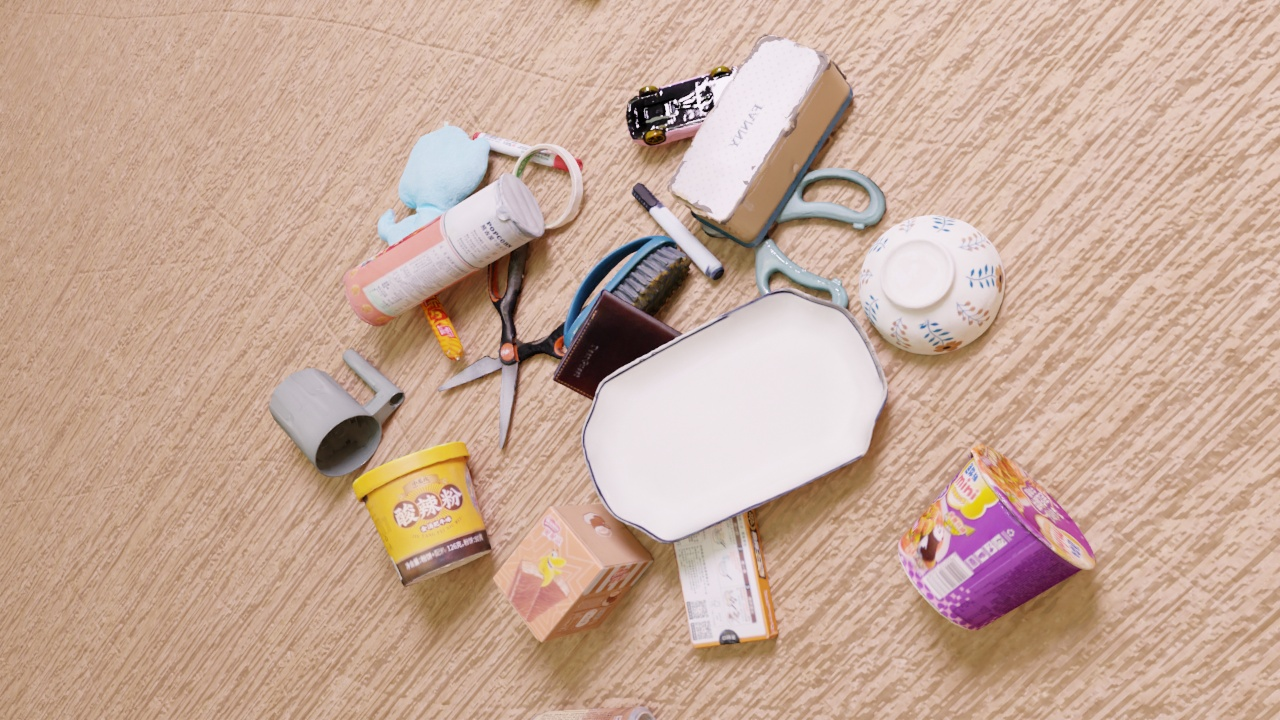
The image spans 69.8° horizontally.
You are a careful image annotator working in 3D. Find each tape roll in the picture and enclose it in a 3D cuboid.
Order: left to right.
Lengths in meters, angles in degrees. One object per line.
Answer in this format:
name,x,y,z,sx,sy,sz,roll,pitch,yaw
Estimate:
tape roll,-0.096,-0.178,0.939,0.086,0.013,0.086,7,102,33

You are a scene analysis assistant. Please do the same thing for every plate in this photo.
plate,0.077,0.049,0.786,0.266,0.034,0.162,-28,72,13

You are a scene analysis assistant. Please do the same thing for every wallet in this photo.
wallet,-0.005,0.005,0.831,0.122,0.020,0.096,29,102,-12

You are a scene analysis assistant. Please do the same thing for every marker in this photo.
marker,-0.122,-0.220,0.970,0.145,0.017,0.017,22,94,30
marker,0.034,-0.123,0.867,0.018,0.022,0.130,-44,64,7

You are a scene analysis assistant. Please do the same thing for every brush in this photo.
brush,-0.021,-0.062,0.862,0.144,0.055,0.073,-47,64,5

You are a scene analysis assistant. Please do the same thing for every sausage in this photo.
sausage,-0.226,-0.059,0.996,0.021,0.021,0.165,-44,58,18

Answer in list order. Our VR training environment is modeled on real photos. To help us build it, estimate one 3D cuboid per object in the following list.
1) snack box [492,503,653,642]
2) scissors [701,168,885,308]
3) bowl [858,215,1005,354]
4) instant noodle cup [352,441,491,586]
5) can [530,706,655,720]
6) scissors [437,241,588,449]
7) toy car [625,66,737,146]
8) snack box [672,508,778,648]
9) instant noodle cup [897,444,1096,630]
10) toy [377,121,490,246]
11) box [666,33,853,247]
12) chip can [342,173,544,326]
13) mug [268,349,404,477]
snack box,-0.061,0.191,0.839,0.077,0.092,0.094,45,106,26
scissors,0.138,-0.124,0.810,0.176,0.019,0.172,47,107,27
bowl,0.225,-0.063,0.728,0.114,0.062,0.113,-3,84,29
instant noodle cup,-0.213,0.156,0.922,0.119,0.118,0.114,-27,78,24
can,-0.044,0.346,0.830,0.116,0.058,0.058,-14,77,27
scissors,-0.126,-0.027,0.945,0.234,0.021,0.220,-18,75,26
toy car,0.045,-0.237,0.867,0.122,0.037,0.056,-11,79,15
snack box,0.068,0.170,0.807,0.075,0.026,0.153,-17,76,26
instant noodle cup,0.251,0.134,0.668,0.099,0.111,0.111,-51,63,25
toy,-0.227,-0.186,1.004,0.162,0.049,0.156,-13,79,26
box,0.100,-0.187,0.804,0.090,0.062,0.184,40,101,36
chip can,-0.205,-0.109,0.943,0.215,0.071,0.071,-26,71,21
mug,-0.340,0.054,1.032,0.103,0.084,0.123,36,75,29
